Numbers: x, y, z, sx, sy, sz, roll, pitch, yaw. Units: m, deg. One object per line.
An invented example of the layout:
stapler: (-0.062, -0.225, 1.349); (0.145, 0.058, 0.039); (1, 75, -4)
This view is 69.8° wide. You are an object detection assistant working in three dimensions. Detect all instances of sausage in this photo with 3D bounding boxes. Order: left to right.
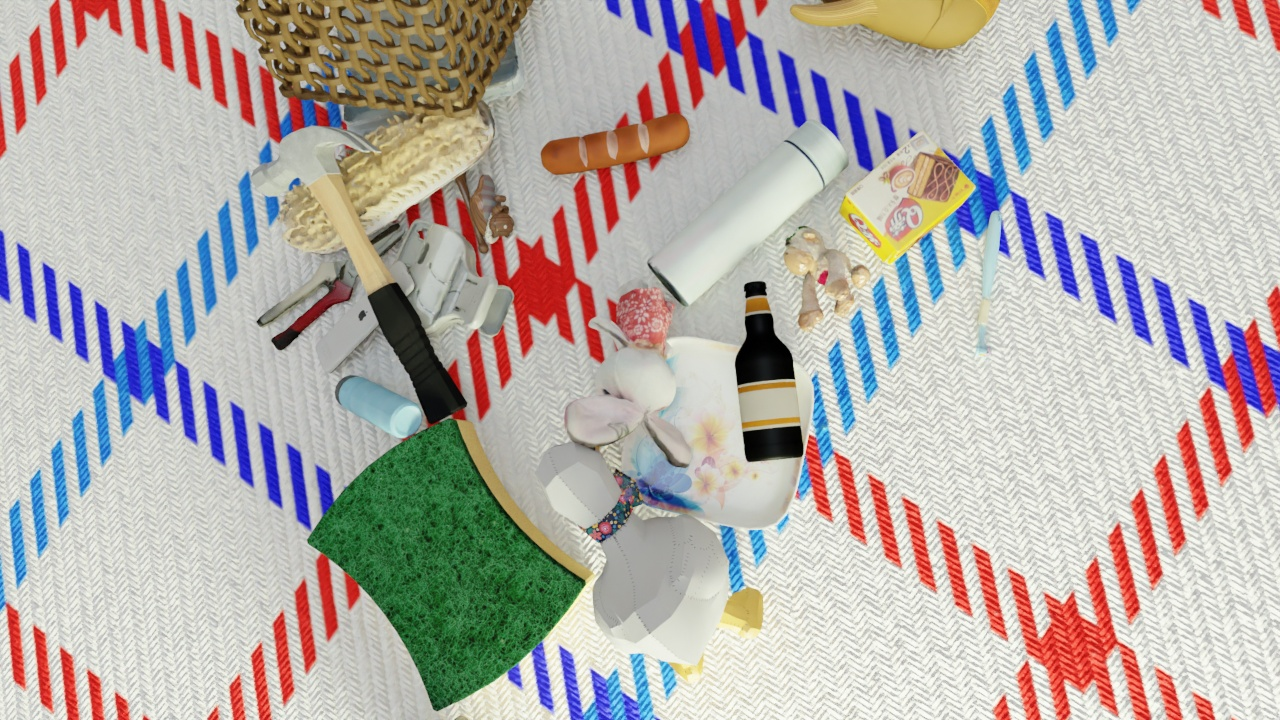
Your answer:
sausage: (-0.027, -0.233, 0.996); (0.164, 0.044, 0.039); (-11, 73, 5)

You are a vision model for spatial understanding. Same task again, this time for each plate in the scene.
plate: (0.081, 0.075, 0.968); (0.187, 0.016, 0.187); (12, 86, 7)

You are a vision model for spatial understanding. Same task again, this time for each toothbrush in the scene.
toothbrush: (0.363, -0.080, 0.955); (0.022, 0.016, 0.155); (9, 85, -26)

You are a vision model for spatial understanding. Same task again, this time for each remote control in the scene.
remote control: (-0.302, -0.047, 1.001); (0.147, 0.008, 0.045); (-42, 56, 14)

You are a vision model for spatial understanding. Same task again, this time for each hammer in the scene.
hammer: (-0.275, -0.088, 0.951); (0.131, 0.039, 0.328); (-26, 93, 19)

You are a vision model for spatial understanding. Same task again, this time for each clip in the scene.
clip: (-0.214, -0.079, 0.997); (0.144, 0.074, 0.124); (23, 90, 18)

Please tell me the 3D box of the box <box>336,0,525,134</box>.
box: (-0.240, -0.349, 1.033); (0.210, 0.061, 0.192); (-15, 64, 3)

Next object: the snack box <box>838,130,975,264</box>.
snack box: (0.273, -0.167, 0.950); (0.106, 0.061, 0.083); (-40, 82, 1)

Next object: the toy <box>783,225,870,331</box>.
toy: (0.185, -0.097, 0.946); (0.074, 0.085, 0.106); (-21, 72, -18)

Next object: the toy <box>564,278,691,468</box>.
toy: (-0.005, 0.005, 0.925); (0.084, 0.159, 0.194); (-22, 62, 47)

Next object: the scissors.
scissors: (-0.342, -0.081, 1.025); (0.188, 0.015, 0.146); (-4, 87, 7)

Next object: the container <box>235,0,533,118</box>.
container: (-0.248, -0.415, 0.896); (0.220, 0.214, 0.251); (10, 59, 14)

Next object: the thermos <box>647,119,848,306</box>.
thermos: (0.113, -0.154, 0.963); (0.230, 0.068, 0.068); (-42, 82, 0)

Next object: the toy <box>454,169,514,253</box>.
toy: (-0.173, -0.172, 1.008); (0.055, 0.041, 0.102); (-18, 91, 26)

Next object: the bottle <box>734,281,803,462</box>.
bottle: (0.126, 0.010, 0.930); (0.059, 0.059, 0.181); (-6, 84, 5)

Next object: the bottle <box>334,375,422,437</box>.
bottle: (-0.282, 0.046, 0.973); (0.130, 0.040, 0.040); (19, 86, 41)

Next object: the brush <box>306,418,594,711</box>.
brush: (-0.195, 0.206, 0.954); (0.195, 0.075, 0.250); (-41, 82, 1)

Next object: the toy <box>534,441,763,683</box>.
toy: (0.001, 0.193, 0.877); (0.141, 0.246, 0.267); (-39, 109, 7)

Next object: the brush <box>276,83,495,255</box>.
brush: (-0.274, -0.200, 0.987); (0.272, 0.056, 0.083); (-27, 83, 17)

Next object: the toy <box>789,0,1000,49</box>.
toy: (0.271, -0.400, 0.933); (0.203, 0.162, 0.198); (32, 91, -3)

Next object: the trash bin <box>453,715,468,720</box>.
trash bin: (-0.177, 0.464, 0.890); (0.156, 0.156, 0.183); (-40, 79, 1)
